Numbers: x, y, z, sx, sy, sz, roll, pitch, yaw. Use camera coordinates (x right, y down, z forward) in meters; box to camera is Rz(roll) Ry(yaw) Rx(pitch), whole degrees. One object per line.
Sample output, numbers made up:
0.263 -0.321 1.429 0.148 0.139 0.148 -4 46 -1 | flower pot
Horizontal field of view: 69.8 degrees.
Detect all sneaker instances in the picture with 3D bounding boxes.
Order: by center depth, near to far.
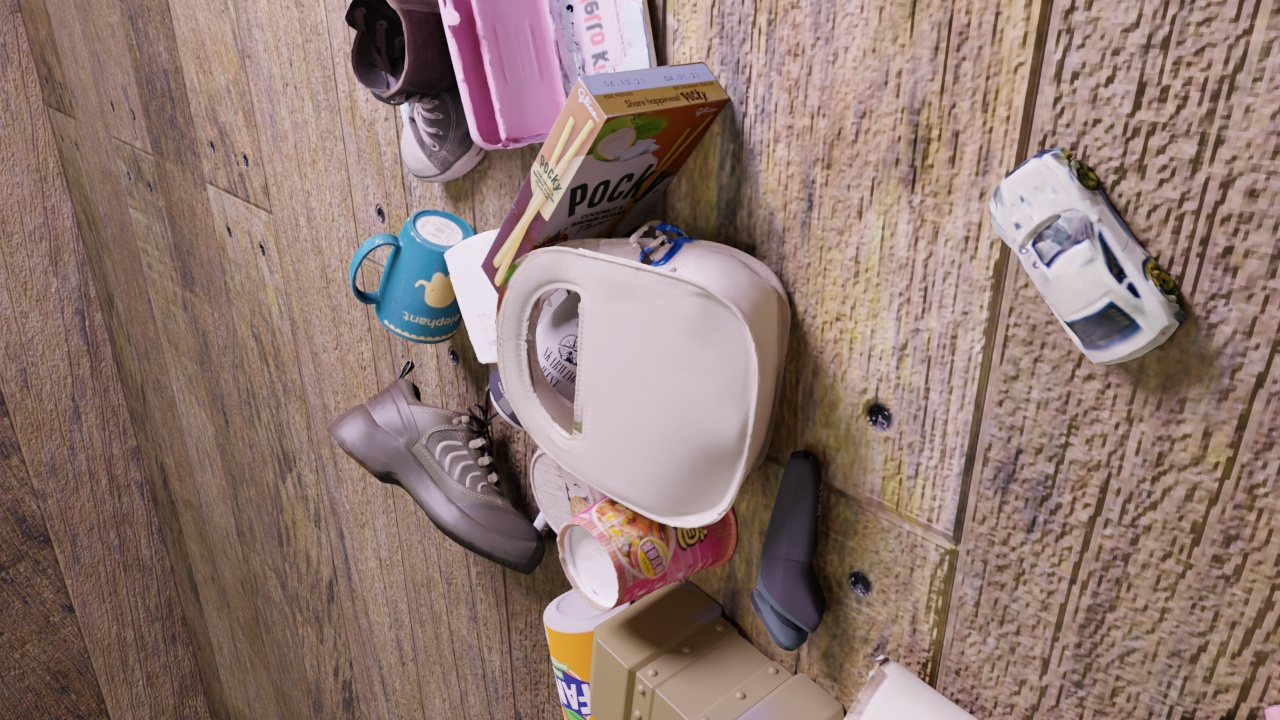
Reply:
-0.176 -0.216 0.733 0.235 0.119 0.095 -33 80 55 | sneaker
-0.167 0.092 0.891 0.238 0.142 0.101 38 161 4 | sneaker

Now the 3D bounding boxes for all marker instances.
-0.095 0.159 0.891 0.017 0.017 0.147 53 140 20 | marker

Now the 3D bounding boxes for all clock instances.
-0.055 0.089 0.774 0.103 0.061 0.157 10 116 48 | clock

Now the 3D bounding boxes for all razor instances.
0.104 0.127 0.617 0.052 0.047 0.143 11 113 16 | razor

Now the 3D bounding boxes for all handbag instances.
0.156 0.288 0.562 0.112 0.123 0.172 31 123 31 | handbag
-0.004 0.004 0.621 0.200 0.092 0.201 19 123 19 | handbag

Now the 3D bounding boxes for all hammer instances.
0.041 0.367 0.754 0.190 0.100 0.325 32 130 38 | hammer

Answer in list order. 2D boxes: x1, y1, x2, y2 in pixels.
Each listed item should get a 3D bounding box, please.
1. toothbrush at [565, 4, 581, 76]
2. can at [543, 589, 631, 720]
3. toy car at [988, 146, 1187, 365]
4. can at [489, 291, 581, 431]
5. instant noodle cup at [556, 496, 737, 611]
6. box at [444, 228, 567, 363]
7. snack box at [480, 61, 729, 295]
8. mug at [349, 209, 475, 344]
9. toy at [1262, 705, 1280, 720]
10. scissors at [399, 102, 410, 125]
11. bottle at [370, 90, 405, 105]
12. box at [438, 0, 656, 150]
-0.048 -0.238 0.649 0.018 0.016 0.182 -2 105 45 | toothbrush
-0.037 0.280 0.827 0.079 0.078 0.142 7 112 49 | can
0.201 -0.047 0.425 0.105 0.033 0.048 61 143 12 | toy car
-0.056 -0.003 0.703 0.128 0.064 0.064 -43 70 21 | can
0.001 0.133 0.689 0.098 0.108 0.098 26 126 42 | instant noodle cup
-0.104 -0.058 0.786 0.103 0.076 0.107 -11 96 54 | box
-0.030 -0.115 0.615 0.031 0.100 0.187 58 141 14 | snack box
-0.207 -0.081 0.840 0.104 0.112 0.084 -62 40 37 | mug
0.290 0.245 0.410 0.239 0.087 0.190 -8 81 47 | toy
-0.223 -0.271 0.848 0.078 0.032 0.175 -6 107 49 | scissors
-0.208 -0.279 0.796 0.047 0.046 0.113 44 129 29 | bottle
-0.068 -0.252 0.621 0.073 0.150 0.201 -73 -27 -77 | box
